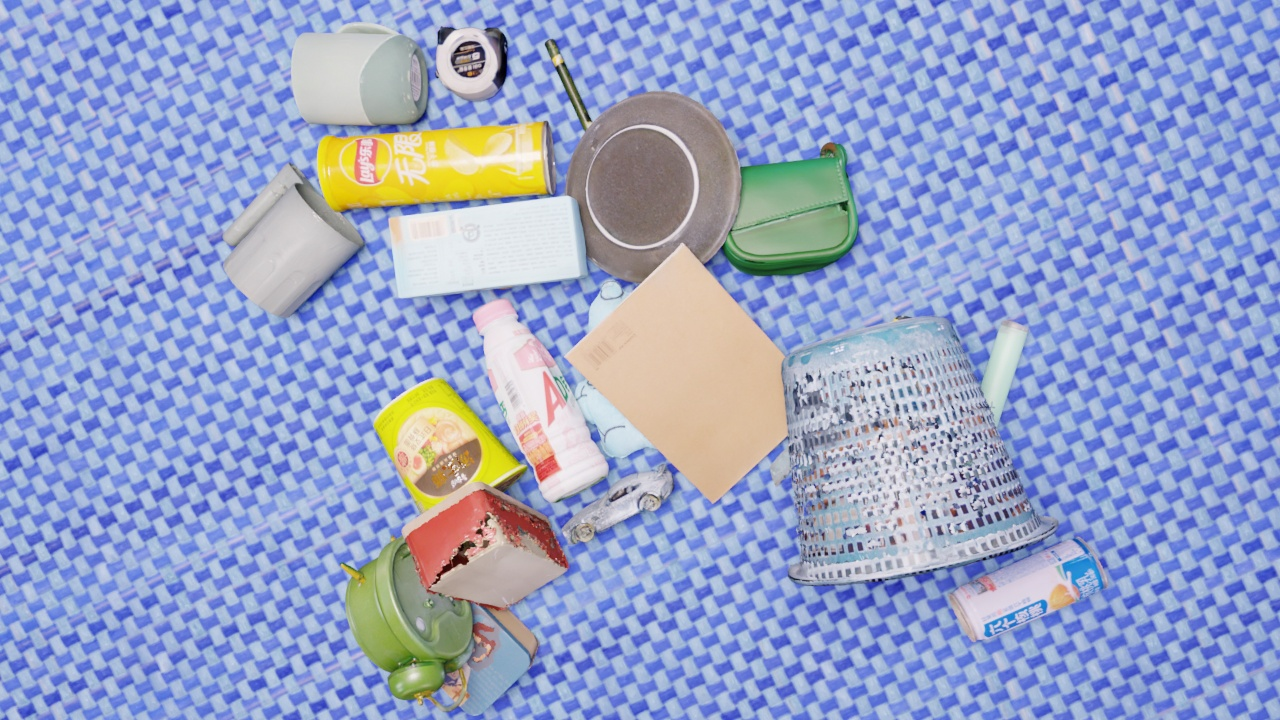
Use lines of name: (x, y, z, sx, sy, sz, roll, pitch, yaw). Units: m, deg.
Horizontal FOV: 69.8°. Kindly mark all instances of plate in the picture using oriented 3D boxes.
plate: (0.004, -0.159, 0.848, 0.180, 0.024, 0.179, 2, 95, 25)

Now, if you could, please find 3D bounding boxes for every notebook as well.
notebook: (0.054, 0.017, 0.858, 0.149, 0.012, 0.211, -43, 107, 4)

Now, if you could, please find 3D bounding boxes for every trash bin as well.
trash bin: (0.217, 0.072, 0.794, 0.226, 0.226, 0.195, -13, 83, 3)

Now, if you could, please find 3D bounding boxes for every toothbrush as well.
toothbrush: (-0.047, -0.226, 0.889, 0.017, 0.012, 0.186, -25, 92, -3)
toothbrush: (0.326, 0.071, 0.883, 0.027, 0.026, 0.224, 17, 94, 6)

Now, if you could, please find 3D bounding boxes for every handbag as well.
handbag: (0.137, -0.142, 0.863, 0.131, 0.068, 0.120, -5, 85, 4)

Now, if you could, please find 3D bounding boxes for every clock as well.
clock: (-0.197, 0.233, 0.811, 0.056, 0.116, 0.161, -30, 87, 14)

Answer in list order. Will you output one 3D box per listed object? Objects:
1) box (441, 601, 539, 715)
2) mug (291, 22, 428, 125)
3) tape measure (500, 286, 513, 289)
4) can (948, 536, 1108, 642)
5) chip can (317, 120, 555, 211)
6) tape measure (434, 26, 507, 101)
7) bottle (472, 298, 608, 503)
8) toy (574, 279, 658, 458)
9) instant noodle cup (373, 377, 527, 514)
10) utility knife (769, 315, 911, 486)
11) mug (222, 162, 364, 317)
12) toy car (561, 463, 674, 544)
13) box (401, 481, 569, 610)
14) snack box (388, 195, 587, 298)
box: (-0.190, 0.251, 0.896, 0.184, 0.061, 0.090, 43, 93, -2)
mug: (-0.259, -0.275, 0.867, 0.106, 0.082, 0.111, 1, 62, 3)
tape measure: (-0.134, -0.098, 0.891, 0.060, 0.029, 0.057, -4, 92, 2)
can: (0.367, 0.219, 0.875, 0.134, 0.053, 0.053, -25, 92, 3)
chip can: (-0.189, -0.183, 0.867, 0.213, 0.072, 0.072, -3, 93, 3)
tape measure: (-0.162, -0.284, 0.880, 0.066, 0.033, 0.066, 4, 91, 4)
bottle: (-0.100, 0.035, 0.873, 0.068, 0.068, 0.197, -28, 79, 3)
toy: (-0.005, 0.005, 0.881, 0.156, 0.049, 0.161, -39, 90, 10)
instant noodle cup: (-0.188, 0.086, 0.869, 0.112, 0.111, 0.123, -38, 83, 4)
utility knife: (0.198, 0.039, 0.891, 0.033, 0.015, 0.215, 41, 94, 2)
mug: (-0.341, -0.117, 0.880, 0.103, 0.083, 0.124, -45, 64, 5)
toy car: (-0.022, 0.139, 0.886, 0.121, 0.054, 0.037, -29, 94, 5)
box: (-0.130, 0.178, 0.828, 0.091, 0.168, 0.077, -33, 63, 4)
snack box: (-0.140, -0.103, 0.849, 0.175, 0.051, 0.074, -6, 94, 3)
